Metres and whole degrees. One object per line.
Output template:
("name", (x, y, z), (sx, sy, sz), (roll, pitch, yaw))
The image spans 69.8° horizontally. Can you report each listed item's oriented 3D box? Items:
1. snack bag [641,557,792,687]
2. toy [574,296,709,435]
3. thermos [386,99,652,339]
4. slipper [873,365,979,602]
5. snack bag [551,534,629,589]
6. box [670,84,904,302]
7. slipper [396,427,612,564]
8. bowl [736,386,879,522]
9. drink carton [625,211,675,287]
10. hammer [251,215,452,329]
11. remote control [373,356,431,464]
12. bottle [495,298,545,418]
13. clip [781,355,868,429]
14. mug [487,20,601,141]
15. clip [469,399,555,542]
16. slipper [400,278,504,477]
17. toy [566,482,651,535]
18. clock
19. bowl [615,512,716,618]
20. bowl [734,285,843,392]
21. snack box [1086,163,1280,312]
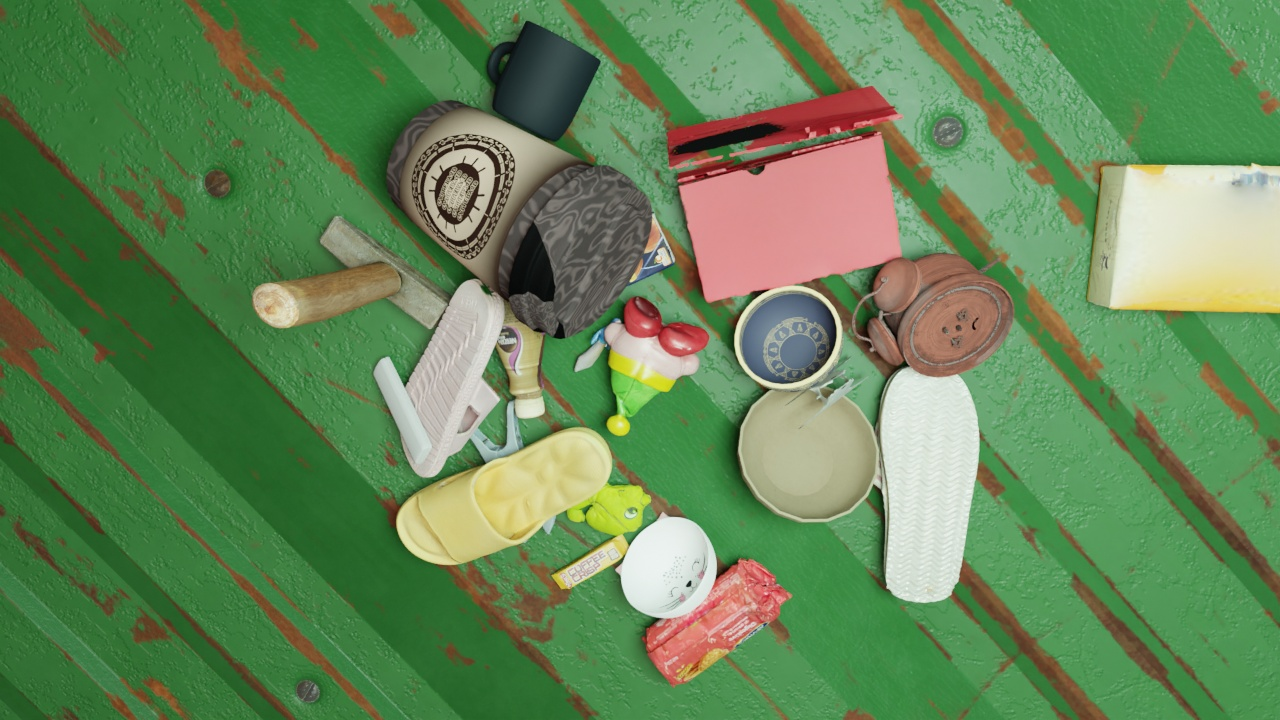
("snack bag", (0.082, 0.296, 1.043), (0.176, 0.082, 0.082), (-39, 96, 10))
("toy", (-0.006, 0.006, 0.992), (0.124, 0.096, 0.132), (26, 126, 2))
("thermos", (-0.126, -0.149, 0.909), (0.226, 0.172, 0.173), (35, 102, 20))
("slipper", (0.305, 0.133, 1.007), (0.115, 0.052, 0.263), (0, 97, 7))
("snack bag", (-0.058, 0.236, 1.072), (0.099, 0.020, 0.026), (-31, 96, 9))
("box", (0.151, -0.199, 1.055), (0.217, 0.350, 0.198), (-13, 104, 5))
("slipper", (-0.152, 0.158, 1.008), (0.263, 0.078, 0.099), (-27, 101, 9))
("bowl", (0.176, 0.103, 0.994), (0.152, 0.050, 0.152), (2, 71, -5))
("drink carton", (-0.034, -0.107, 0.993), (0.130, 0.040, 0.064), (-23, 98, 9))
("hammer", (-0.290, -0.074, 0.886), (0.158, 0.300, 0.037), (37, 101, -3))
("remote control", (-0.266, 0.055, 1.018), (0.033, 0.012, 0.131), (-52, 58, 34))
("bottle", (-0.132, -0.020, 1.007), (0.060, 0.059, 0.166), (-6, 101, 6))
("clip", (0.198, 0.026, 0.970), (0.102, 0.056, 0.056), (-35, 136, -16))
("mug", (-0.113, -0.292, 0.948), (0.122, 0.085, 0.094), (34, 103, 26))
("clip", (-0.130, 0.124, 1.053), (0.112, 0.028, 0.163), (-22, 100, 8))
("slipper", (-0.196, 0.020, 1.006), (0.094, 0.064, 0.240), (45, 119, 35))
("toy", (-0.040, 0.163, 1.049), (0.094, 0.036, 0.093), (-35, 93, 16))
("clock", (0.295, -0.049, 0.938), (0.157, 0.072, 0.121), (-8, 128, -8))
("bowl", (0.039, 0.238, 1.030), (0.115, 0.114, 0.050), (-37, 132, 10))
("bowl", (0.163, -0.016, 0.978), (0.113, 0.061, 0.112), (-7, 70, 21))
("snack box", (0.569, -0.124, 0.920), (0.195, 0.080, 0.145), (2, 102, 4))
